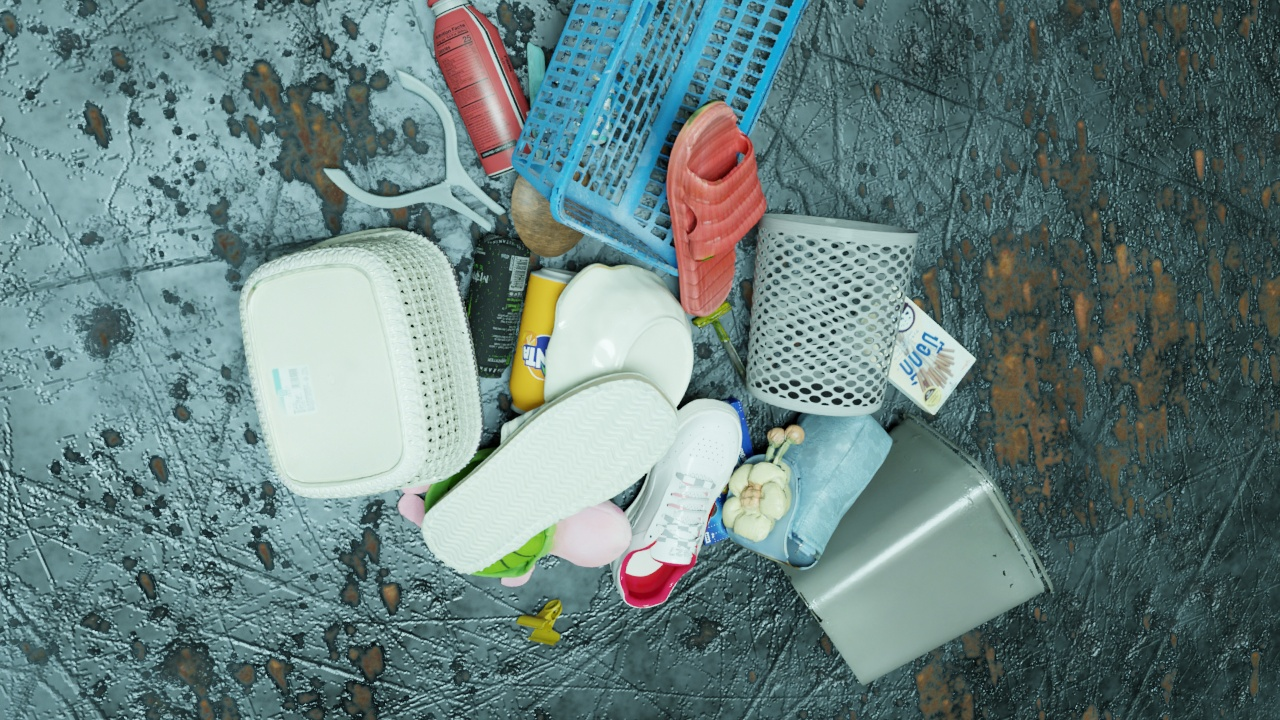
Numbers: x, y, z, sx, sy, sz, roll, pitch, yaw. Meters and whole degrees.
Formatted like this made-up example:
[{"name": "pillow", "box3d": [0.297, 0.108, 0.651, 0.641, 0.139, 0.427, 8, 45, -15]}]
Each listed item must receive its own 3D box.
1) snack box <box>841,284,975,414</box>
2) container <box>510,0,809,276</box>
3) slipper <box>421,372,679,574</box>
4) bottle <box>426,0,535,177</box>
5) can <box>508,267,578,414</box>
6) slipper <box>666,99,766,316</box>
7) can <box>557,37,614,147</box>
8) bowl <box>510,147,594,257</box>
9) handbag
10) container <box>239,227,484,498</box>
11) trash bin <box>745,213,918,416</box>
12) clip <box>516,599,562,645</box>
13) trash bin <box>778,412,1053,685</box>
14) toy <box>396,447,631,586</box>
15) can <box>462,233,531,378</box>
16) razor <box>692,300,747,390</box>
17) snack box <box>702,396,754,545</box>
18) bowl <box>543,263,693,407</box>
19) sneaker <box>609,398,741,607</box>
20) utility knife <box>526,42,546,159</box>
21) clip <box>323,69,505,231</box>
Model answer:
[{"name": "snack box", "box3d": [0.303, -0.013, 1.038, 0.150, 0.026, 0.082, 38, 90, -19]}, {"name": "container", "box3d": [0.027, -0.276, 0.819, 0.256, 0.089, 0.362, 14, 101, -62]}, {"name": "slipper", "box3d": [-0.086, 0.103, 0.847, 0.273, 0.054, 0.114, -34, 110, 13]}, {"name": "bottle", "box3d": [-0.148, -0.262, 0.848, 0.062, 0.062, 0.177, -25, 107, -9]}, {"name": "can", "box3d": [-0.082, -0.016, 0.908, 0.079, 0.079, 0.142, 9, 99, -17]}, {"name": "slipper", "box3d": [0.078, -0.133, 0.870, 0.103, 0.059, 0.249, -47, 150, -29]}, {"name": "can", "box3d": [-0.053, -0.257, 0.877, 0.055, 0.055, 0.102, 3, 101, -15]}, {"name": "bowl", "box3d": [-0.074, -0.148, 0.876, 0.101, 0.026, 0.114, -58, 145, -14]}, {"name": "handbag", "box3d": [0.167, 0.120, 0.960, 0.118, 0.122, 0.191, 46, 74, -22]}, {"name": "container", "box3d": [-0.250, 0.007, 0.817, 0.185, 0.143, 0.251, -9, 95, 8]}, {"name": "trash bin", "box3d": [0.188, -0.049, 0.935, 0.156, 0.156, 0.183, 2, 104, -15]}, {"name": "clip", "box3d": [-0.105, 0.280, 0.987, 0.048, 0.054, 0.046, 10, 77, -37]}, {"name": "trash bin", "box3d": [0.277, 0.211, 1.001, 0.220, 0.197, 0.197, -35, 110, 1]}, {"name": "toy", "box3d": [-0.128, 0.159, 0.930, 0.238, 0.087, 0.190, 13, 107, -6]}, {"name": "can", "box3d": [-0.144, -0.054, 0.897, 0.054, 0.054, 0.138, 9, 99, -17]}, {"name": "razor", "box3d": [0.098, -0.010, 0.989, 0.042, 0.026, 0.106, -34, 112, -8]}, {"name": "snack box", "box3d": [0.088, 0.122, 1.010, 0.082, 0.027, 0.150, -19, 106, -10]}, {"name": "bowl", "box3d": [-0.005, 0.005, 0.895, 0.188, 0.060, 0.219, -49, 137, -24]}, {"name": "sneaker", "box3d": [0.040, 0.157, 0.931, 0.090, 0.104, 0.237, 21, 115, -19]}, {"name": "utility knife", "box3d": [-0.094, -0.232, 0.851, 0.022, 0.015, 0.147, 26, 52, -51]}, {"name": "clip", "box3d": [-0.197, -0.210, 0.865, 0.172, 0.031, 0.164, 14, 99, -18]}]
